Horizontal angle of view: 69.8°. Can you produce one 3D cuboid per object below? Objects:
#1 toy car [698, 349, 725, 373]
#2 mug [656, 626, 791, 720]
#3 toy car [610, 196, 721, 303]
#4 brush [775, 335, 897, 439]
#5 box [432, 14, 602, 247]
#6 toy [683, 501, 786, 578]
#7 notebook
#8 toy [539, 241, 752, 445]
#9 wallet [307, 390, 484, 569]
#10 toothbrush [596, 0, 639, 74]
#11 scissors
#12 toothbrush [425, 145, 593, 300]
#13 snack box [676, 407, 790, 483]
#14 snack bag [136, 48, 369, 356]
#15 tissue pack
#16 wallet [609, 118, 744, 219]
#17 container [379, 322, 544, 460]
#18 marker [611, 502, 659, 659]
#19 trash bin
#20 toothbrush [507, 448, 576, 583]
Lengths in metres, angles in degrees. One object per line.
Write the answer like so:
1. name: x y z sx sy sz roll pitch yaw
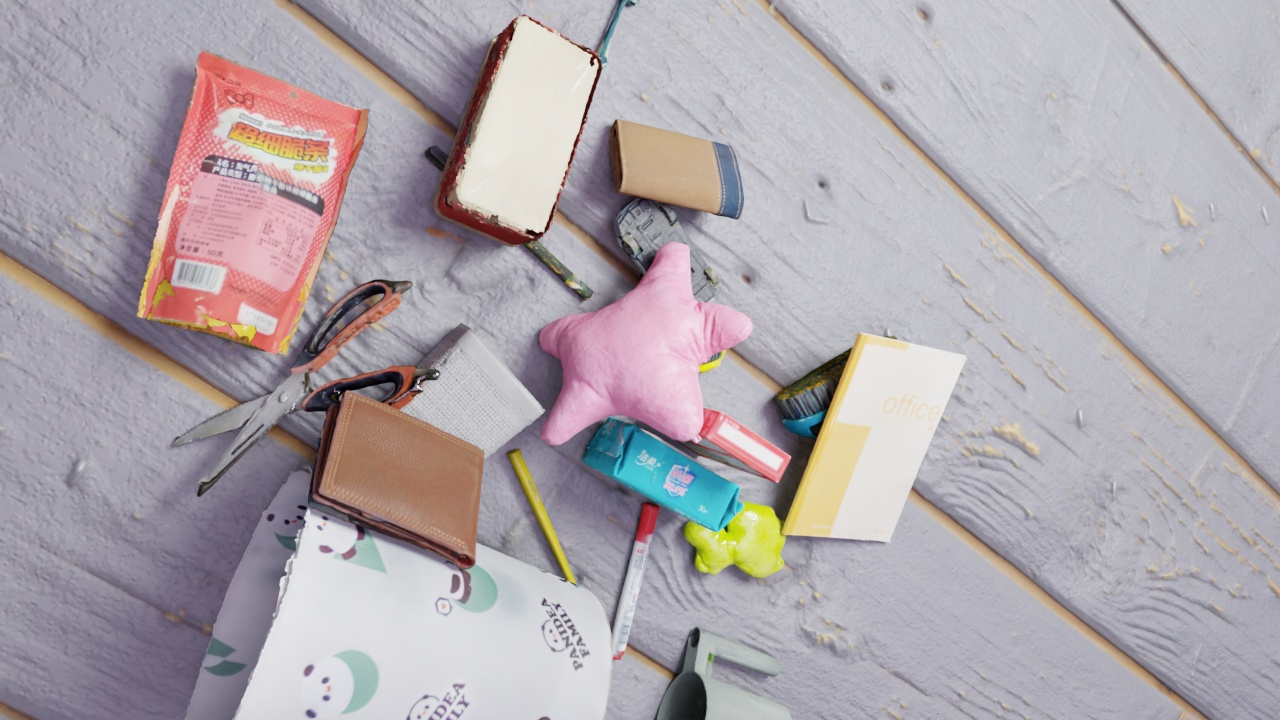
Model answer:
1. toy car: 0.027 -0.011 0.832 0.105 0.032 0.048 -1 94 -18
2. mug: 0.083 0.326 0.858 0.103 0.084 0.123 26 60 -21
3. toy car: 0.023 -0.092 0.822 0.054 0.037 0.120 -43 109 -12
4. brush: 0.200 0.033 0.884 0.143 0.055 0.073 -27 101 -17
5. box: -0.097 -0.184 0.738 0.091 0.078 0.168 21 79 -25
6. toy: 0.094 0.167 0.869 0.100 0.031 0.097 -23 99 -16
7. notebook: 0.225 0.079 0.880 0.145 0.010 0.206 10 106 -32
8. toy: -0.004 0.004 0.748 0.195 0.178 0.074 -34 144 5
9. wallet: -0.166 0.084 0.641 0.124 0.101 0.032 29 121 -26
10. toothbrush: -0.035 -0.253 0.801 0.018 0.016 0.191 24 85 -30
11. scissors: -0.253 0.018 0.707 0.226 0.015 0.188 -2 58 15
12. toothbrush: -0.109 -0.116 0.782 0.186 0.017 0.012 42 69 -17
13. snack box: 0.059 0.064 0.784 0.075 0.153 0.025 33 82 -18
14. snack bag: -0.294 -0.116 0.695 0.128 0.073 0.207 16 83 -24
15. tissue pack: 0.020 0.100 0.804 0.133 0.093 0.050 32 82 -19
16. wallet: 0.032 -0.167 0.803 0.115 0.033 0.090 9 51 -21
17. container: -0.155 0.042 0.741 0.114 0.090 0.090 -42 106 -9
18. marker: -0.007 0.202 0.843 0.017 0.017 0.145 14 89 -20
19. trash bin: -0.174 0.226 0.683 0.251 0.230 0.229 25 85 -25
20. toothbrush: -0.073 0.163 0.817 0.016 0.016 0.190 -28 102 -21
